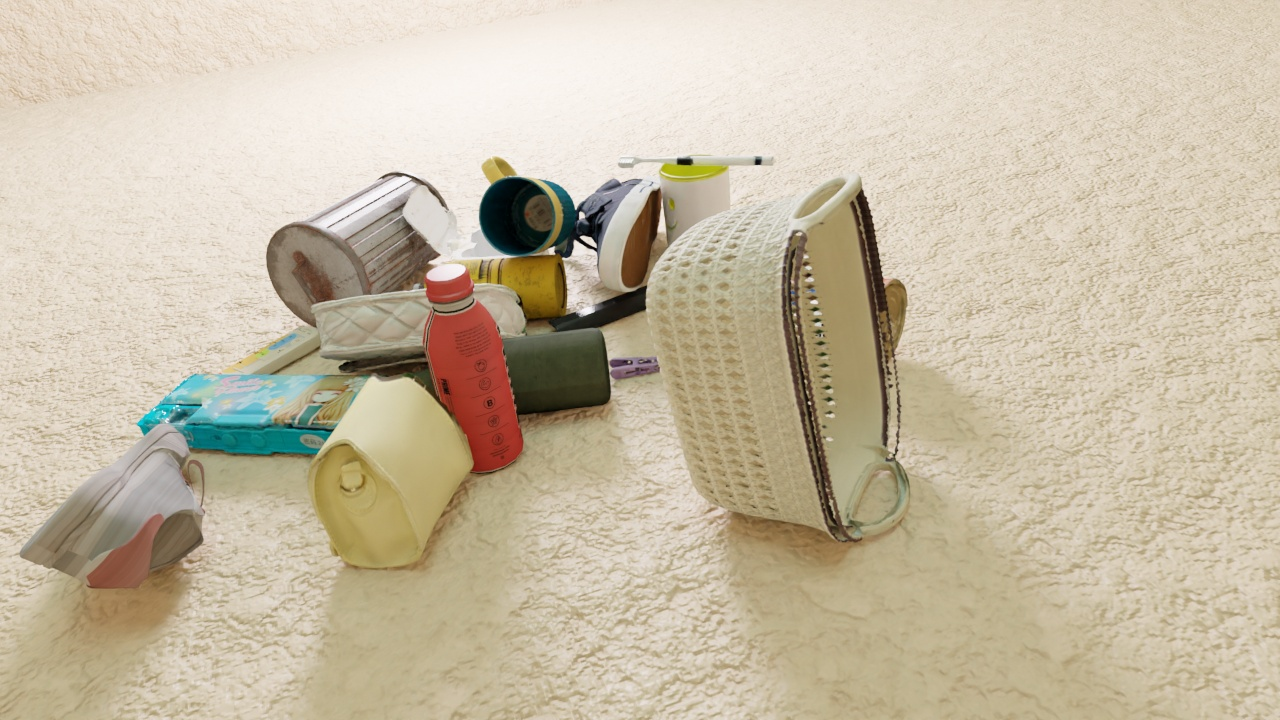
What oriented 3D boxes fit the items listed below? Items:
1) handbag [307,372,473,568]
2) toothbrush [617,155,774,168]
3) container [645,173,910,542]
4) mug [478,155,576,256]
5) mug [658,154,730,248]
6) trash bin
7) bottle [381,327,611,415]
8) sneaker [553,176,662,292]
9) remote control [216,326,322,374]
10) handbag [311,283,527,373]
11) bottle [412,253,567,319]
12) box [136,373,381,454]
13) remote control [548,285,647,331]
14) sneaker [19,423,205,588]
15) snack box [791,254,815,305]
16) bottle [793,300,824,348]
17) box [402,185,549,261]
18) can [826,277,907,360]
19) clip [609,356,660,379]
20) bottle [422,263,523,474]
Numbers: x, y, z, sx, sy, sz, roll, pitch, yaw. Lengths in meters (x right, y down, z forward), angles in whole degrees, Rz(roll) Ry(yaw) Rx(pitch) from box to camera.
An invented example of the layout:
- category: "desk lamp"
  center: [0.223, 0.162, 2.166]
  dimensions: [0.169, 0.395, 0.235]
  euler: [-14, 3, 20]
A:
- category: "handbag"
  center: [-0.193, 0.080, 0.708]
  dimensions: [0.081, 0.111, 0.119]
  euler: [-8, 29, 16]
- category: "toothbrush"
  center: [0.062, -0.229, 1.061]
  dimensions: [0.187, 0.012, 0.017]
  euler: [4, 45, 19]
- category: "container"
  center: [0.106, -0.001, 0.663]
  dimensions: [0.143, 0.252, 0.184]
  euler: [0, 28, 31]
- category: "mug"
  center: [-0.127, -0.170, 0.993]
  dimensions: [0.083, 0.113, 0.107]
  euler: [-33, 3, 16]
- category: "mug"
  center: [0.067, -0.183, 1.101]
  dimensions: [0.082, 0.106, 0.082]
  euler: [-5, 31, 3]
- category: "trash bin"
  center: [-0.328, -0.131, 1.078]
  dimensions: [0.131, 0.131, 0.210]
  euler: [5, 31, 21]
- category: "bottle"
  center: [-0.133, 0.017, 0.840]
  dimensions: [0.207, 0.071, 0.071]
  euler: [-7, 30, 1]
- category: "sneaker"
  center: [-0.045, -0.153, 1.064]
  dimensions: [0.127, 0.121, 0.294]
  euler: [6, 23, 2]
- category: "remote control"
  center: [-0.399, 0.000, 0.983]
  dimensions: [0.038, 0.018, 0.125]
  euler: [17, 40, 35]
- category: "handbag"
  center: [-0.217, -0.030, 0.918]
  dimensions: [0.195, 0.072, 0.139]
  euler: [-6, -1, 3]
- category: "bottle"
  center: [-0.168, -0.078, 1.009]
  dimensions: [0.164, 0.071, 0.071]
  euler: [-3, 31, 7]
- category: "box"
  center: [-0.352, 0.047, 0.869]
  dimensions: [0.227, 0.039, 0.094]
  euler: [1, 31, 14]
- category: "remote control"
  center: [-0.030, -0.057, 0.998]
  dimensions: [0.146, 0.015, 0.033]
  euler: [-22, 33, -23]
- category: "sneaker"
  center: [-0.390, 0.121, 0.726]
  dimensions: [0.099, 0.089, 0.236]
  euler: [-46, 15, 0]
- category: "snack box"
  center: [0.122, -0.080, 0.987]
  dimensions: [0.154, 0.033, 0.087]
  euler: [-3, 30, 7]
- category: "bottle"
  center: [0.169, -0.037, 0.894]
  dimensions: [0.115, 0.041, 0.041]
  euler: [-29, 37, -32]
- category: "box"
  center: [-0.198, -0.133, 1.090]
  dimensions: [0.189, 0.101, 0.111]
  euler: [15, 30, -2]
- category: "can"
  center: [0.207, -0.036, 0.840]
  dimensions: [0.043, 0.086, 0.086]
  euler: [16, 38, 34]
- category: "clip"
  center: [-0.005, 0.006, 0.889]
  dimensions: [0.051, 0.013, 0.033]
  euler: [-4, 32, 1]
- category: "bottle"
  center: [-0.141, 0.006, 0.755]
  dimensions: [0.062, 0.177, 0.062]
  euler: [-5, 31, 3]
